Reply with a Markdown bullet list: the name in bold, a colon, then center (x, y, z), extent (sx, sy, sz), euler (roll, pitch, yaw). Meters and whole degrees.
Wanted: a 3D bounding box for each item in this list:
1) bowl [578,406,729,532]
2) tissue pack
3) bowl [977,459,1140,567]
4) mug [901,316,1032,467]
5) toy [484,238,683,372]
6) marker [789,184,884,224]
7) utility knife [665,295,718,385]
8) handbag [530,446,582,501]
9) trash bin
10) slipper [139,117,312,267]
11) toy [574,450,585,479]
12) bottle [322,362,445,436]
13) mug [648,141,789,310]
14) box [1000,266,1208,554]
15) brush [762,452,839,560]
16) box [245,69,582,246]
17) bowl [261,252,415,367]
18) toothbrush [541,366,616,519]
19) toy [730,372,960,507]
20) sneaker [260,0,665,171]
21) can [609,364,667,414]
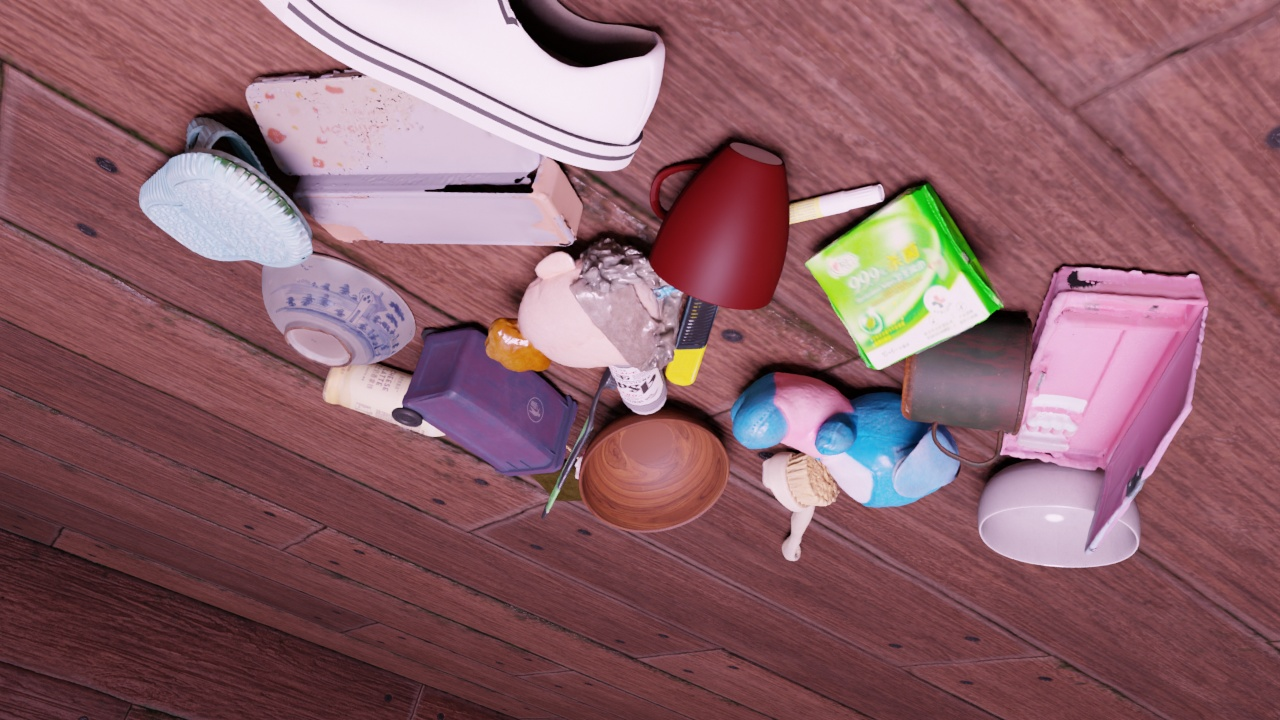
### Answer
- **bowl**: center (0.010, 0.095, 0.912), extent (0.147, 0.068, 0.147), euler (-4, 126, -6)
- **tissue pack**: center (0.173, -0.052, 0.609), extent (0.114, 0.034, 0.099), euler (-34, 88, 49)
- **bowl**: center (0.374, 0.130, 0.825), extent (0.132, 0.064, 0.132), euler (11, 149, 7)
- **mug**: center (0.234, 0.021, 0.668), extent (0.081, 0.111, 0.085), euler (7, 168, 18)
- **toy**: center (-0.044, -0.035, 0.721), extent (0.176, 0.076, 0.133), euler (-17, 130, 23)
- **marker**: center (0.100, -0.100, 0.626), extent (0.133, 0.014, 0.014), euler (-8, 142, 34)
- **utility knife**: center (0.048, -0.033, 0.751), extent (0.029, 0.020, 0.198), euler (14, 150, 0)
- **handbag**: center (-0.112, 0.102, 1.045), extent (0.084, 0.027, 0.178), euler (-7, 137, 33)
- **trash bin**: center (-0.146, 0.044, 0.895), extent (0.092, 0.093, 0.161), euler (-9, 144, 35)
- **slipper**: center (-0.318, -0.127, 0.715), extent (0.277, 0.069, 0.116), euler (5, 145, 51)
- **toy**: center (-0.026, 0.102, 0.977), extent (0.102, 0.050, 0.066), euler (-4, 134, -23)
- **bottle**: center (-0.248, 0.042, 0.970), extent (0.162, 0.056, 0.057), euler (20, 149, -7)
- **mug**: center (0.050, -0.099, 0.600), extent (0.114, 0.086, 0.089), euler (37, 122, 31)
- **box**: center (0.325, 0.047, 0.665), extent (0.099, 0.114, 0.233), euler (8, 148, 13)
- **brush**: center (0.171, 0.167, 0.995), extent (0.077, 0.061, 0.272), euler (12, 153, 15)
- **box**: center (-0.159, -0.141, 0.654), extent (0.217, 0.063, 0.157), euler (4, 137, 19)
- **bowl**: center (-0.294, -0.035, 0.866), extent (0.151, 0.056, 0.151), euler (12, 149, 7)
- **toothbrush**: center (-0.056, 0.079, 0.884), extent (0.017, 0.014, 0.188), euler (16, 113, -24)
- **toy**: center (0.170, 0.066, 0.790), extent (0.191, 0.099, 0.224), euler (17, 176, 1)
- **sneaker**: center (-0.094, -0.199, 0.496), extent (0.245, 0.091, 0.097), euler (27, 129, -11)
- **can**: center (-0.005, 0.005, 0.813), extent (0.044, 0.043, 0.107), euler (5, 148, 17)
